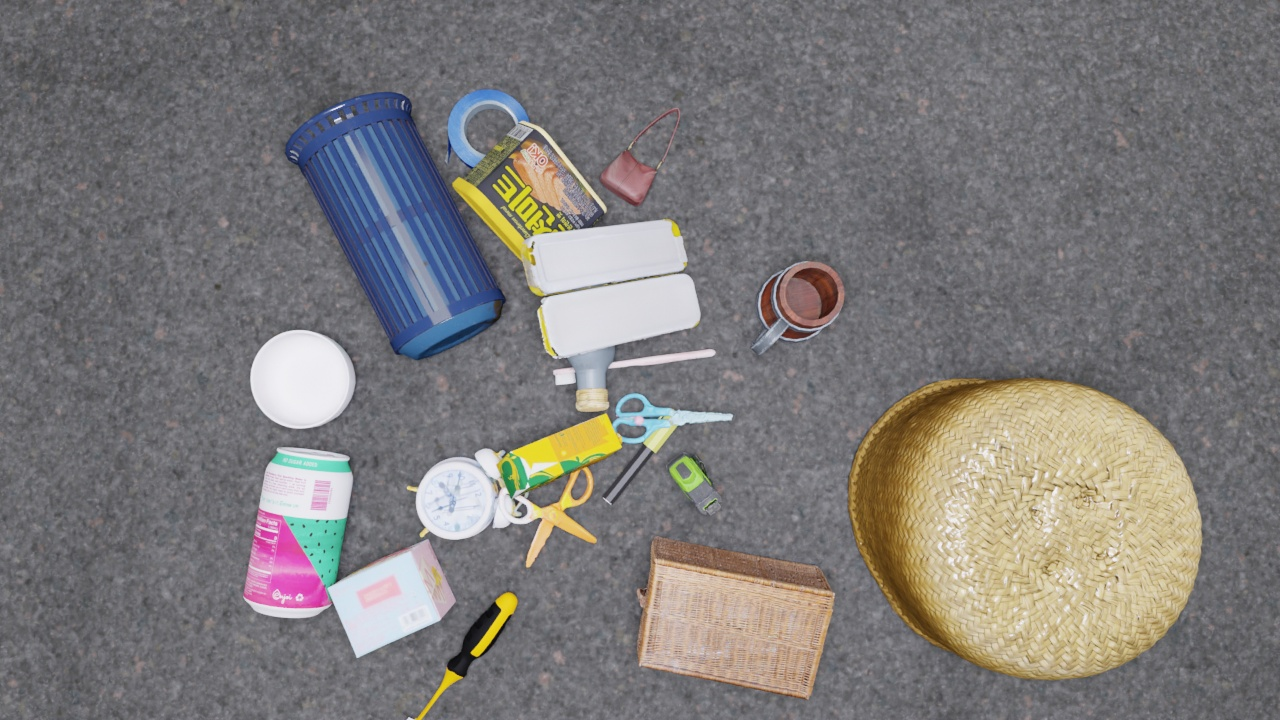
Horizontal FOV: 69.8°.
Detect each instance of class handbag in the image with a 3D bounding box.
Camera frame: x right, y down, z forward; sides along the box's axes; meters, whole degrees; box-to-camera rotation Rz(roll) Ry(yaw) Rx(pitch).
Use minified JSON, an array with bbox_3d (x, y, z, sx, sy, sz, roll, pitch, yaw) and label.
[{"bbox_3d":[0.008,-0.234,1.027,0.055,0.029,0.119,34,81,-1],"label":"handbag"}]

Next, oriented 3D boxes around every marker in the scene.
[{"bbox_3d":[0.001,0.105,1.009,0.021,0.017,0.124,39,87,2],"label":"marker"}]

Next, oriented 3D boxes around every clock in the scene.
[{"bbox_3d":[-0.183,0.144,0.988,0.125,0.052,0.089,-17,87,-6],"label":"clock"}]

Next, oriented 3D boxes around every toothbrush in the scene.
[{"bbox_3d":[-0.196,0.330,0.989,0.031,0.031,0.196,37,91,-24],"label":"toothbrush"},{"bbox_3d":[-0.006,0.006,1.016,0.181,0.015,0.018,-8,94,-1],"label":"toothbrush"}]

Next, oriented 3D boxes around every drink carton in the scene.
[{"bbox_3d":[-0.083,0.099,0.966,0.122,0.058,0.041,-20,80,-27],"label":"drink carton"}]

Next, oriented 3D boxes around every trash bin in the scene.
[{"bbox_3d":[-0.248,-0.133,0.960,0.139,0.139,0.249,-27,89,-3],"label":"trash bin"}]

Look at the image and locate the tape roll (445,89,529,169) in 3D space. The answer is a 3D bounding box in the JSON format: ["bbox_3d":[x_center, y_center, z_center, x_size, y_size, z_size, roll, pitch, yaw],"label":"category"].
[{"bbox_3d":[-0.168,-0.255,1.026,0.093,0.016,0.091,10,87,-1],"label":"tape roll"}]

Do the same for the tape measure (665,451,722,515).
[{"bbox_3d":[0.058,0.126,0.986,0.036,0.065,0.058,-38,112,0],"label":"tape measure"}]

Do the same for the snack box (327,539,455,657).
[{"bbox_3d":[-0.257,0.245,0.958,0.093,0.095,0.079,-24,87,-2],"label":"snack box"}]

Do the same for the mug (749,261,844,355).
[{"bbox_3d":[0.158,-0.050,0.974,0.081,0.111,0.117,43,87,1],"label":"mug"}]

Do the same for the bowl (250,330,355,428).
[{"bbox_3d":[-0.359,0.020,0.989,0.105,0.054,0.105,0,89,-1],"label":"bowl"}]

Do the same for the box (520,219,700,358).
[{"bbox_3d":[-0.025,-0.079,0.959,0.209,0.023,0.127,-14,87,-40],"label":"box"}]

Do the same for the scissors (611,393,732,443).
[{"bbox_3d":[0.034,0.062,0.998,0.137,0.015,0.056,-1,72,14],"label":"scissors"}]

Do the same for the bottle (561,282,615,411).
[{"bbox_3d":[-0.055,-0.027,0.979,0.046,0.072,0.161,-6,79,17],"label":"bottle"}]

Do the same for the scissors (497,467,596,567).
[{"bbox_3d":[-0.097,0.164,0.989,0.128,0.011,0.125,31,74,-21],"label":"scissors"}]

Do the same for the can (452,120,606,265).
[{"bbox_3d":[-0.114,-0.171,0.971,0.101,0.072,0.131,-46,127,-6],"label":"can"}]

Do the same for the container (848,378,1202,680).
[{"bbox_3d":[0.384,0.160,0.928,0.307,0.196,0.307,0,85,-2],"label":"container"}]

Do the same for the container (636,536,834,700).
[{"bbox_3d":[0.094,0.264,0.955,0.198,0.114,0.112,12,91,1],"label":"container"}]

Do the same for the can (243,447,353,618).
[{"bbox_3d":[-0.357,0.179,0.963,0.088,0.088,0.166,9,87,-1],"label":"can"}]
